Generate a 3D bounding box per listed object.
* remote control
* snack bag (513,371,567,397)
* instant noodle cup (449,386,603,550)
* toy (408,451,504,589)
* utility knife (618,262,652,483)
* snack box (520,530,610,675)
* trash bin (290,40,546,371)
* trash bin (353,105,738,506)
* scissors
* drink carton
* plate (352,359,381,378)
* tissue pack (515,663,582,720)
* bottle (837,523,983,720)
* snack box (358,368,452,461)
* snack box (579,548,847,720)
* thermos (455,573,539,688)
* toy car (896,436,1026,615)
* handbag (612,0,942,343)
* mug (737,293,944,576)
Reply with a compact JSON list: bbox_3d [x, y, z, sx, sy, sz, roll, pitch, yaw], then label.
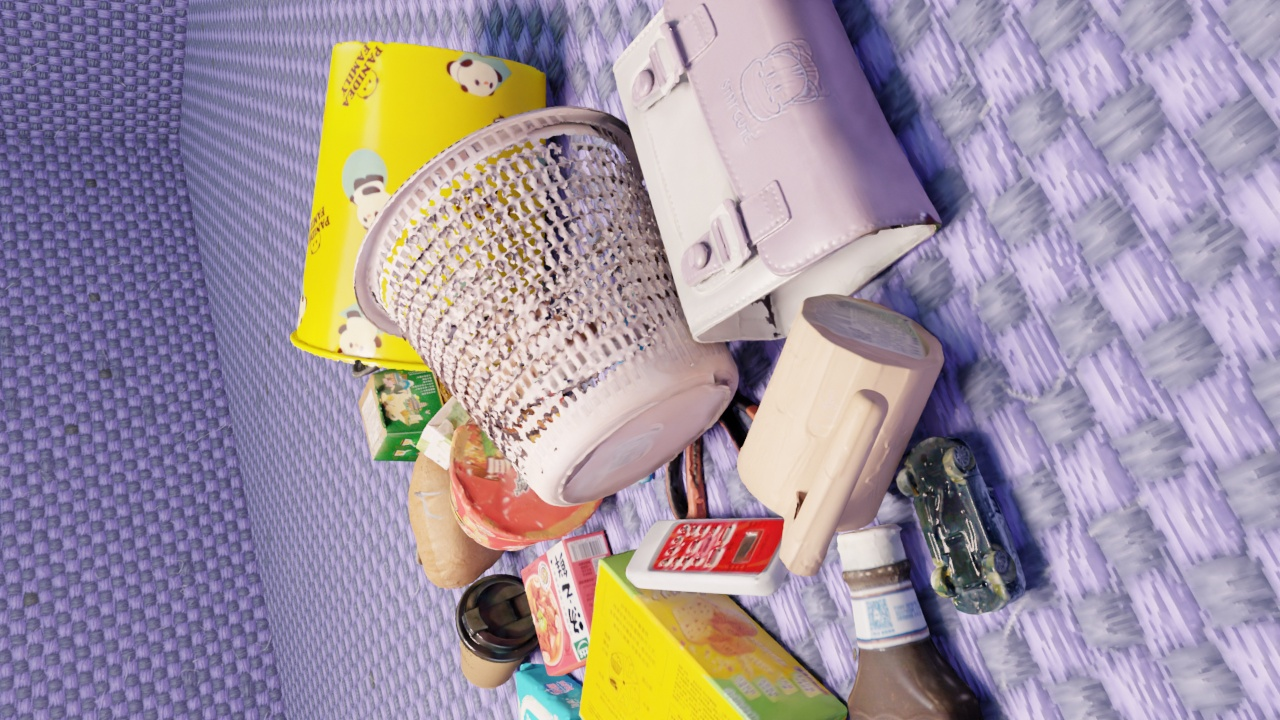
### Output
[{"bbox_3d":[0.047,0.132,0.625,0.136,0.055,0.020,-11,126,47],"label":"remote control"},{"bbox_3d":[-0.094,0.026,0.868,0.105,0.026,0.045,37,142,47],"label":"snack bag"},{"bbox_3d":[-0.108,0.107,0.820,0.109,0.137,0.137,129,127,-59],"label":"instant noodle cup"},{"bbox_3d":[-0.187,0.122,0.944,0.082,0.143,0.226,2,100,14],"label":"toy"},{"bbox_3d":[-0.004,0.004,0.733,0.034,0.018,0.187,10,104,45],"label":"utility knife"},{"bbox_3d":[-0.055,0.233,0.831,0.113,0.044,0.127,-45,58,51],"label":"snack box"},{"bbox_3d":[-0.186,-0.135,0.818,0.230,0.229,0.255,21,108,55],"label":"trash bin"},{"bbox_3d":[-0.047,-0.020,0.613,0.192,0.226,0.228,56,140,21],"label":"trash bin"},{"bbox_3d":[0.045,0.027,0.663,0.226,0.015,0.189,59,141,35],"label":"scissors"},{"bbox_3d":[-0.163,0.048,0.901,0.045,0.122,0.054,37,139,-2],"label":"drink carton"},{"bbox_3d":[-0.264,-0.047,1.047,0.180,0.024,0.179,-39,24,21],"label":"plate"},{"bbox_3d":[-0.079,0.356,0.886,0.134,0.050,0.093,10,105,57],"label":"tissue pack"},{"bbox_3d":[0.148,0.189,0.503,0.080,0.044,0.194,-28,72,56],"label":"bottle"},{"bbox_3d":[-0.267,0.061,1.077,0.118,0.105,0.118,-48,55,51],"label":"snack box"},{"bbox_3d":[0.040,0.253,0.660,0.210,0.070,0.158,36,125,50],"label":"snack box"},{"bbox_3d":[-0.152,0.289,0.960,0.093,0.093,0.144,62,149,30],"label":"thermos"},{"bbox_3d":[0.164,0.082,0.465,0.043,0.034,0.090,-45,57,55],"label":"toy car"},{"bbox_3d":[0.067,-0.125,0.529,0.145,0.098,0.197,-36,64,46],"label":"handbag"},{"bbox_3d":[0.103,0.036,0.482,0.124,0.084,0.104,-62,-11,-61],"label":"mug"}]
